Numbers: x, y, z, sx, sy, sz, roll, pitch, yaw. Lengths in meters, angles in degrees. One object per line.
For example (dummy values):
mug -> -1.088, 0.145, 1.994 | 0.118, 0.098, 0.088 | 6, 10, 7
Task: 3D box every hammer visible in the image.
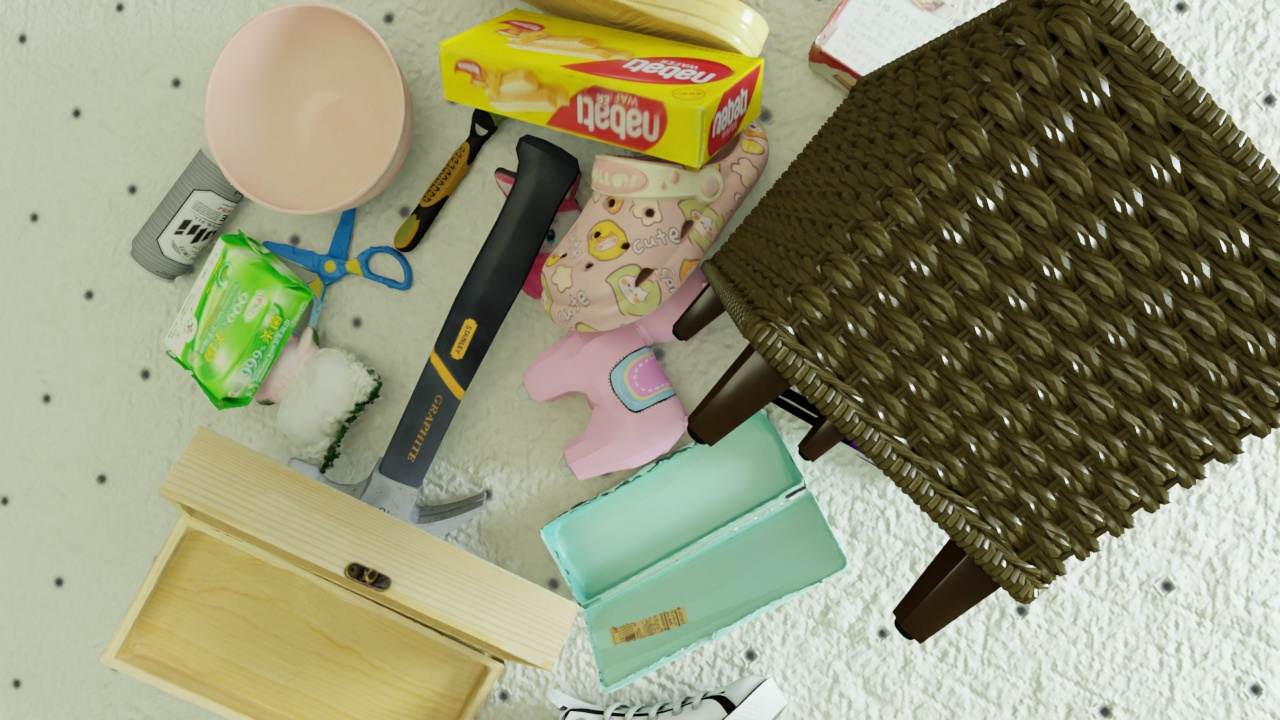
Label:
hammer -> -0.132, -0.009, 0.638 | 0.139, 0.035, 0.313 | 24, 103, -13

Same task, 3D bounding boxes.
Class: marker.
marker -> 0.134, 0.047, 0.636 | 0.134, 0.015, 0.018 | 30, 91, 9

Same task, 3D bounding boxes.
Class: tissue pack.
tissue pack -> -0.304, -0.032, 0.688 | 0.099, 0.034, 0.114 | 34, 97, 31

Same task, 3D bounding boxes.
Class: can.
can -> -0.347, -0.113, 0.709 | 0.044, 0.044, 0.106 | 40, 96, 8

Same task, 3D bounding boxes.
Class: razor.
razor -> -0.141, -0.142, 0.685 | 0.044, 0.021, 0.144 | 37, 95, 26

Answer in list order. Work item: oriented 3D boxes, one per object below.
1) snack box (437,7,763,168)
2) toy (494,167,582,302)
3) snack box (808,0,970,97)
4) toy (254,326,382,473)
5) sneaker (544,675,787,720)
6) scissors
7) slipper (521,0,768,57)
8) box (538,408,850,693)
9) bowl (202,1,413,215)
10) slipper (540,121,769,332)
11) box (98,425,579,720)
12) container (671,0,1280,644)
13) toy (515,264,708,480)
snack box -> -0.028, -0.185, 0.608 | 0.201, 0.091, 0.042 | 20, 132, 23
toy -> -0.071, -0.091, 0.660 | 0.065, 0.050, 0.102 | -6, 93, 5
snack box -> 0.242, -0.156, 0.608 | 0.273, 0.044, 0.076 | 36, 89, 8
toy -> -0.248, 0.020, 0.692 | 0.109, 0.041, 0.096 | 40, 98, 13
sneaker -> -0.022, 0.262, 0.631 | 0.246, 0.091, 0.097 | -30, 70, 10
scissors -> -0.236, -0.069, 0.706 | 0.125, 0.013, 0.127 | 20, 90, 9
slipper -> -0.032, -0.277, 0.631 | 0.263, 0.099, 0.078 | 23, 91, 5
box -> 0.034, 0.129, 0.635 | 0.187, 0.055, 0.138 | -29, 68, 9
bowl -> -0.230, -0.175, 0.673 | 0.153, 0.076, 0.153 | 0, 89, 9
slipper -> 0.005, -0.105, 0.598 | 0.197, 0.081, 0.093 | -47, 43, -15
box -> -0.202, 0.167, 0.617 | 0.247, 0.118, 0.253 | 30, 120, -11
container -> 0.136, -0.026, 0.470 | 0.176, 0.320, 0.205 | 43, 98, -7
toy -> -0.004, 0.004, 0.637 | 0.157, 0.067, 0.123 | -32, 85, 4
